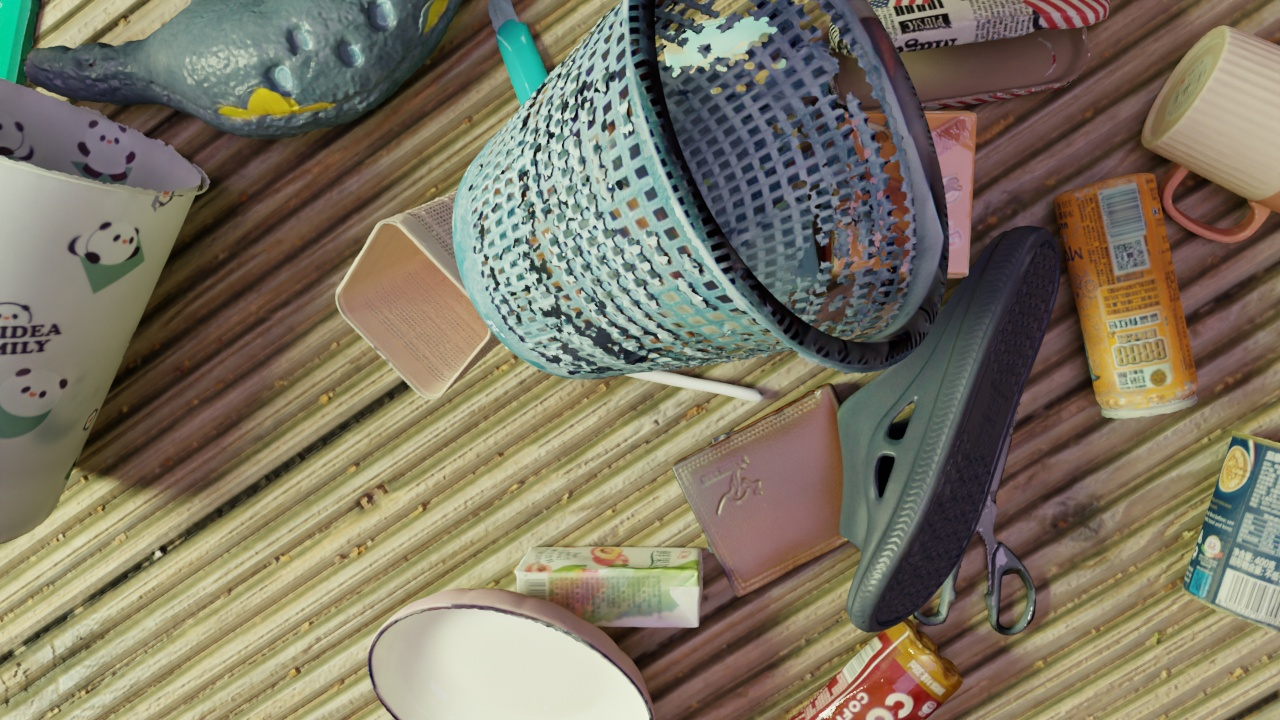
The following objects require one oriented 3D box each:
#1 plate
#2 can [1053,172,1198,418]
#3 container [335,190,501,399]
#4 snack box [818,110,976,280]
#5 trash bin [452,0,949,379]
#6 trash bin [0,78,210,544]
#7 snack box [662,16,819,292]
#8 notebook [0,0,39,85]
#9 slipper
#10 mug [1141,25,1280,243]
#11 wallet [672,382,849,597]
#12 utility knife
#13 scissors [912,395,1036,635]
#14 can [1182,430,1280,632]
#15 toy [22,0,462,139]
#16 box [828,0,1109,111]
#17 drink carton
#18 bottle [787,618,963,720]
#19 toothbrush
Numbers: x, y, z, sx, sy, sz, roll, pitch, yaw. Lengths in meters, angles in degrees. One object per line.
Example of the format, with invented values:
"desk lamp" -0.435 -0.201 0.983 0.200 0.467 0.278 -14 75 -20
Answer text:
"plate" -0.081 0.211 0.603 0.192 0.038 0.193 7 127 9
"can" 0.304 -0.041 0.574 0.058 0.058 0.146 -13 93 5
"container" -0.109 -0.051 0.571 0.090 0.110 0.090 46 130 -1
"snack box" 0.153 -0.097 0.565 0.077 0.092 0.094 1 94 5
"trash bin" 0.015 -0.083 0.476 0.196 0.225 0.226 -19 93 44
"trash bin" -0.423 -0.036 0.561 0.229 0.229 0.252 25 102 2
"snack box" 0.065 -0.127 0.591 0.074 0.051 0.175 -9 93 6
"notebook" -0.494 -0.278 0.647 0.150 0.012 0.209 14 95 3
"slipper" 0.179 0.037 0.577 0.083 0.110 0.268 21 85 39
"mug" 0.369 -0.130 0.558 0.106 0.081 0.115 26 125 4
"wallet" 0.095 0.086 0.616 0.124 0.032 0.101 -28 89 5
"utility knife" -0.065 -0.170 0.619 0.029 0.013 0.174 -22 89 4
"scissors" 0.232 0.104 0.616 0.165 0.014 0.163 -43 88 4
"can" 0.393 0.107 0.570 0.075 0.075 0.111 15 96 3
"toy" -0.224 -0.213 0.591 0.356 0.091 0.138 -19 80 4
"box" 0.197 -0.203 0.558 0.163 0.086 0.076 -5 83 7
"drink carton" -0.019 0.154 0.618 0.122 0.053 0.045 0 96 5
"bottle" 0.132 0.249 0.610 0.057 0.057 0.175 44 97 0
"toothbrush" -0.004 0.004 0.625 0.180 0.016 0.016 12 89 4
